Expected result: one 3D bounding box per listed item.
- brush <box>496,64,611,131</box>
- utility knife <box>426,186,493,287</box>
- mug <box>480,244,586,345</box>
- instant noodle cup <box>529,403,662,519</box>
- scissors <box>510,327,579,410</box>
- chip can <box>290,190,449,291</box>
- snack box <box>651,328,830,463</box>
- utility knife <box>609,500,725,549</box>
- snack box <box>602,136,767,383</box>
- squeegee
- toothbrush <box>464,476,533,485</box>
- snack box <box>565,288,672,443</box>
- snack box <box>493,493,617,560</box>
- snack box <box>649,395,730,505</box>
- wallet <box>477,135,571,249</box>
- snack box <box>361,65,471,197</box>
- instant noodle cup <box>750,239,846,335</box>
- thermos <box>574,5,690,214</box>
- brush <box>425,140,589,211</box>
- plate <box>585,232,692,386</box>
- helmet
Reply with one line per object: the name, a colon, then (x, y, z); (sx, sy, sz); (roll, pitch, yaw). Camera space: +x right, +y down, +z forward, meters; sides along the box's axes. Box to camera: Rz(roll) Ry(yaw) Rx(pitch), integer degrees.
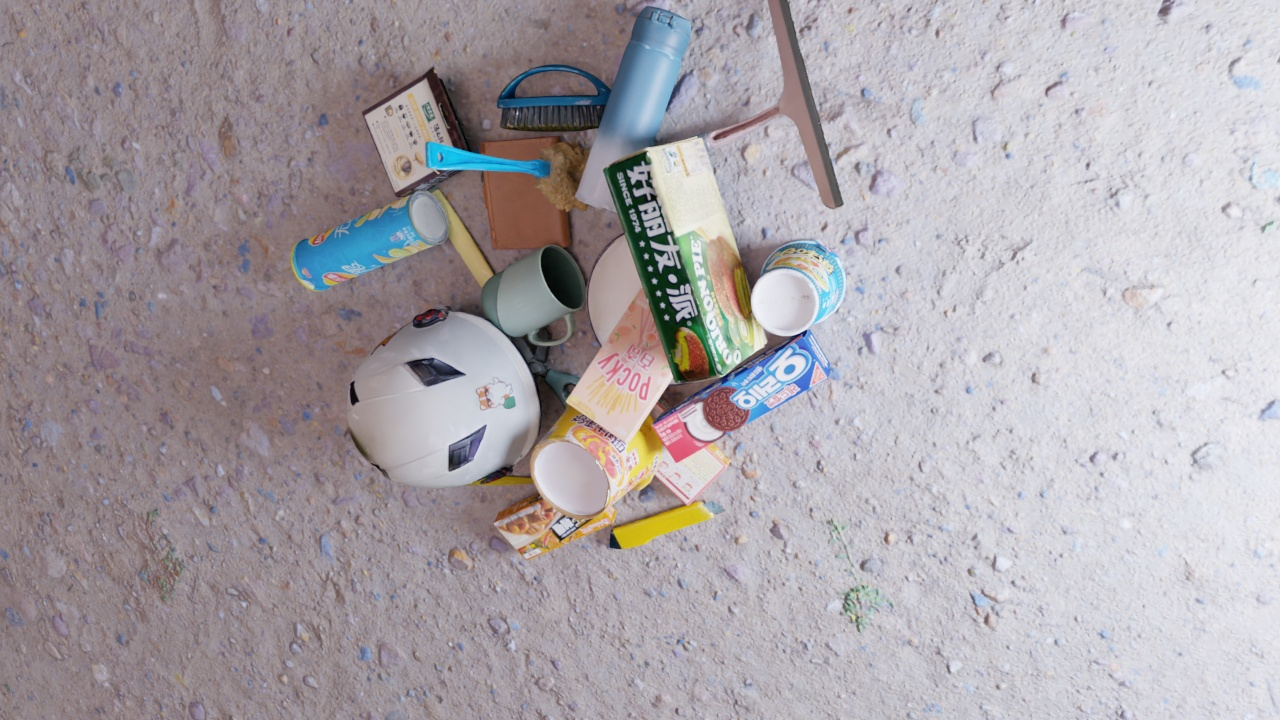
brush: (-0.097, -0.297, 1.041); (0.144, 0.055, 0.073); (3, 107, 20)
utility knife: (-0.215, -0.132, 1.156); (0.031, 0.022, 0.212); (-32, 86, 26)
mug: (-0.125, -0.068, 1.102); (0.107, 0.082, 0.112); (-24, 95, 30)
instant noodle cup: (-0.057, 0.115, 1.091); (0.138, 0.109, 0.138); (12, 120, 23)
scissors: (-0.139, 0.049, 1.182); (0.181, 0.019, 0.170); (-33, 94, 27)
chip can: (-0.345, -0.149, 1.163); (0.211, 0.071, 0.071); (-15, 100, 28)
snack box: (0.114, 0.040, 1.048); (0.208, 0.057, 0.058); (-32, 93, 17)
utility knife: (0.031, 0.209, 1.168); (0.171, 0.015, 0.033); (-22, 103, 24)
snack box: (0.051, -0.106, 0.961); (0.063, 0.114, 0.240); (-12, 102, 36)
squeegee: (0.080, -0.244, 1.000); (0.250, 0.040, 0.247); (-17, 85, 30)
toothbrush: (-0.175, 0.163, 1.230); (0.190, 0.016, 0.016); (-2, 106, 21)
snack box: (-0.006, 0.006, 1.036); (0.084, 0.026, 0.157); (33, 89, 9)
snack box: (-0.113, 0.206, 1.204); (0.154, 0.026, 0.075); (-28, 112, 26)
snack box: (0.028, 0.098, 1.129); (0.156, 0.027, 0.077); (43, 115, 4)
wallet: (-0.140, -0.199, 1.101); (0.108, 0.031, 0.132); (-1, 105, 17)
snack box: (-0.262, -0.273, 1.108); (0.126, 0.053, 0.113); (-21, 93, 24)
instant noodle cup: (0.163, -0.073, 0.981); (0.099, 0.109, 0.099); (6, 108, 20)
thermos: (-0.006, -0.268, 0.992); (0.070, 0.070, 0.221); (23, 103, 13)
brush: (-0.132, -0.206, 0.983); (0.046, 0.254, 0.083); (5, 96, 37)
plate: (0.031, -0.066, 1.071); (0.193, 0.039, 0.192); (6, 108, 19)
helmet: (-0.265, 0.063, 1.128); (0.275, 0.156, 0.230); (-9, 105, 46)
